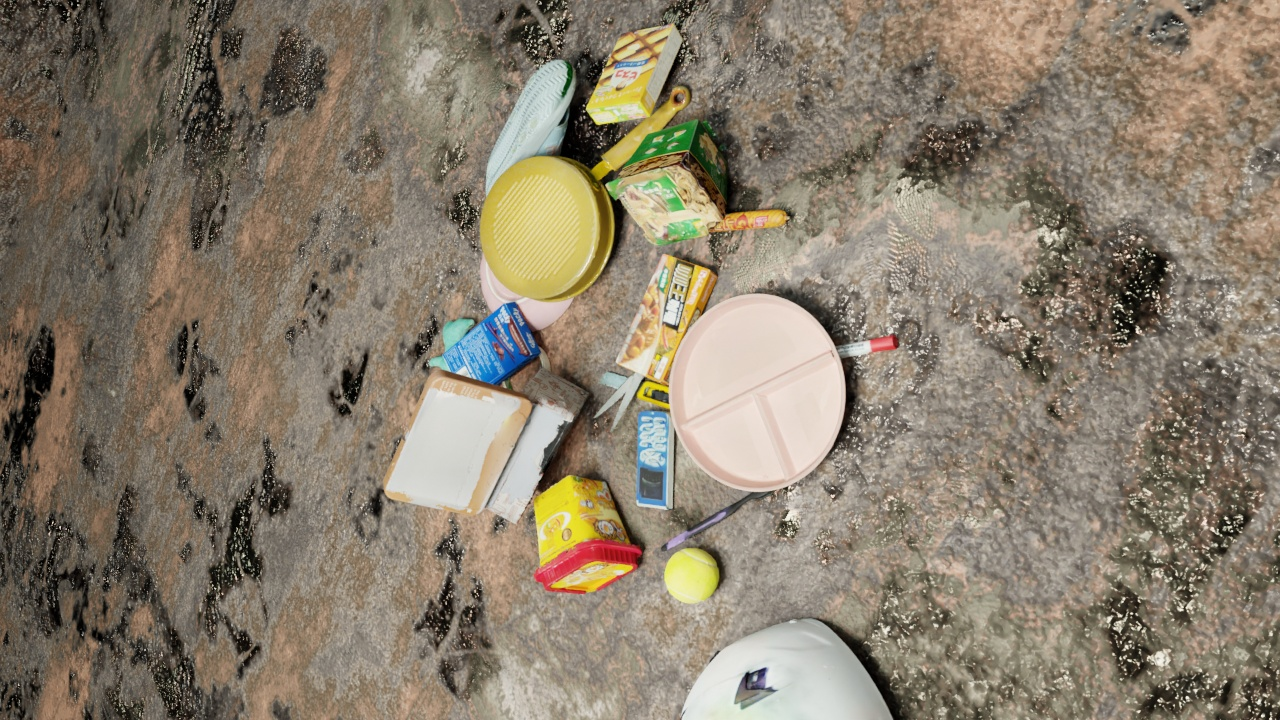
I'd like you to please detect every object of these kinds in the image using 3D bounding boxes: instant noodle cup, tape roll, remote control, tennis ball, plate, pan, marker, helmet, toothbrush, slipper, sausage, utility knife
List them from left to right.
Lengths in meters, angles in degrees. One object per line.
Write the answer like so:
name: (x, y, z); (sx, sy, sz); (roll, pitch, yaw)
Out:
plate: (-0.167, -0.139, 1.318); (0.193, 0.039, 0.192); (-4, 84, 36)
tape roll: (-0.165, 0.018, 1.319); (0.086, 0.013, 0.085); (-4, 84, 35)
slipper: (-0.149, -0.310, 1.297); (0.246, 0.074, 0.104); (-46, 40, 42)
instant noodle cup: (-0.077, 0.223, 1.184); (0.116, 0.116, 0.123); (-35, 55, 28)
pan: (-0.069, -0.231, 1.223); (0.358, 0.078, 0.197); (-46, 73, 21)
remote control: (0.020, 0.126, 1.168); (0.049, 0.024, 0.125); (2, 90, 36)
utility knife: (0.030, 0.049, 1.173); (0.223, 0.015, 0.033); (16, 93, 36)
tennis ball: (0.061, 0.258, 1.101); (0.066, 0.065, 0.065); (-4, 83, 36)
toothbrush: (0.093, 0.193, 1.119); (0.189, 0.016, 0.014); (-37, 54, 31)
sausage: (0.110, -0.171, 1.131); (0.165, 0.021, 0.021); (1, 86, 37)
plate: (0.135, 0.037, 1.071); (0.230, 0.028, 0.229); (-1, 89, 36)
helmet: (0.135, 0.412, 0.984); (0.259, 0.145, 0.229); (-42, 63, 26)
marker: (0.219, -0.009, 1.040); (0.146, 0.017, 0.017); (-12, 79, 35)

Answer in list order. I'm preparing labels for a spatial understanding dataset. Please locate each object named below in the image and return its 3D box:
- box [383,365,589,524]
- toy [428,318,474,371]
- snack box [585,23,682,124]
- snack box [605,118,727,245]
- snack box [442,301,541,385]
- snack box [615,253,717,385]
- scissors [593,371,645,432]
box: (-0.181, 0.108, 1.169); (0.136, 0.269, 0.180); (37, 108, 29)
toy: (-0.290, -0.017, 1.404); (0.097, 0.030, 0.092); (-4, 81, 38)
snack box: (-0.007, -0.372, 1.194); (0.087, 0.034, 0.140); (4, 63, 36)
snack box: (0.044, -0.224, 1.126); (0.118, 0.118, 0.105); (-7, 50, 35)
snack box: (-0.216, -0.010, 1.321); (0.158, 0.026, 0.084); (-34, 80, 34)
snack box: (0.032, -0.052, 1.156); (0.075, 0.026, 0.153); (23, 89, 32)
scissors: (0.006, 0.012, 1.180); (0.165, 0.014, 0.164); (-8, 73, 28)
